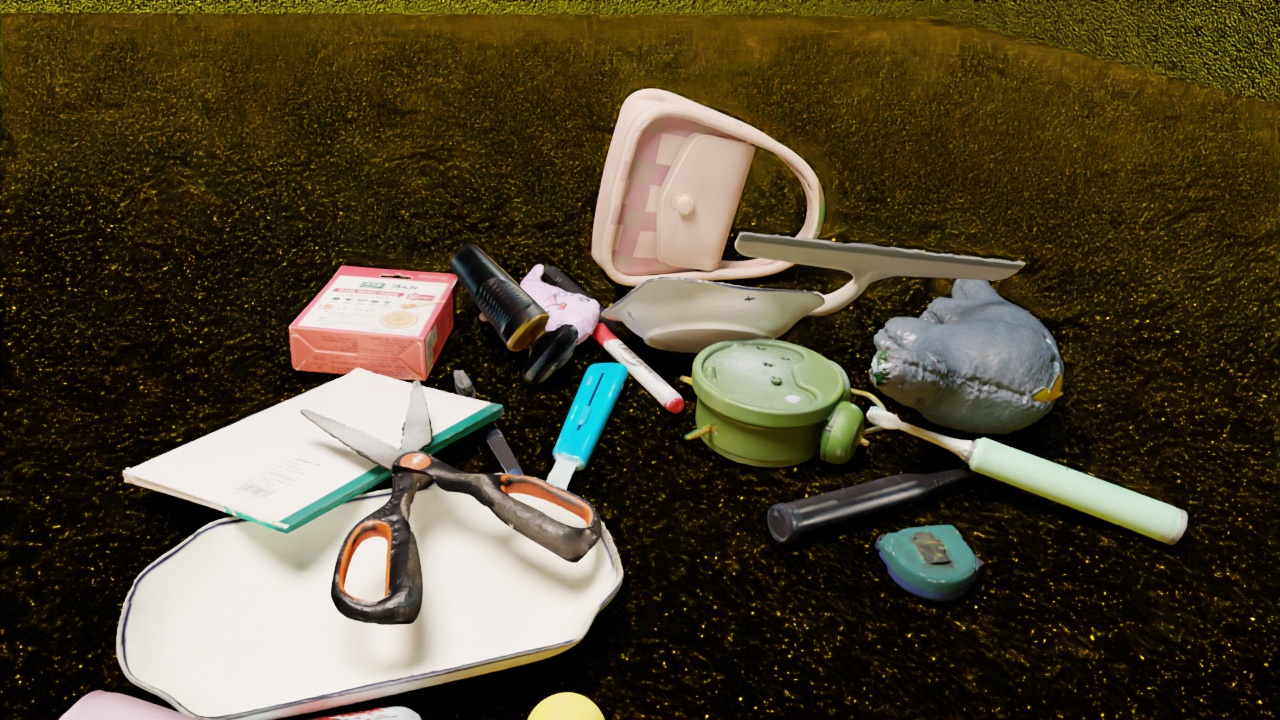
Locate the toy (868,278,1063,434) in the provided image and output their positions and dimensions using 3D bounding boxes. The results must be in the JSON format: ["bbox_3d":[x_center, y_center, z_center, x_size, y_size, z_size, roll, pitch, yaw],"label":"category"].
[{"bbox_3d":[0.271,-0.003,0.740,0.138,0.092,0.355,44,31,15],"label":"toy"}]

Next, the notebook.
[{"bbox_3d":[-0.217,0.054,0.639,0.150,0.012,0.208,11,22,26],"label":"notebook"}]

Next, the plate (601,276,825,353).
[{"bbox_3d":[0.058,-0.032,0.787,0.163,0.034,0.164,4,-10,-18],"label":"plate"}]

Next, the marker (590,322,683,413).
[{"bbox_3d":[-0.005,0.005,0.793,0.017,0.017,0.145,-12,32,-27],"label":"marker"}]

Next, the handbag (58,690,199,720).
[{"bbox_3d":[-0.118,0.199,0.283,0.197,0.099,0.144,15,48,4],"label":"handbag"}]

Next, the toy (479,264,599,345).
[{"bbox_3d":[-0.083,-0.047,0.846,0.108,0.039,0.083,23,58,32],"label":"toy"}]

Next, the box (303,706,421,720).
[{"bbox_3d":[-0.191,0.203,0.383,0.201,0.100,0.112,-3,64,-16],"label":"box"}]

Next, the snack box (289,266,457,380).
[{"bbox_3d":[-0.228,-0.035,0.806,0.113,0.044,0.126,5,29,2],"label":"snack box"}]

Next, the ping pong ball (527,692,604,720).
[{"bbox_3d":[-0.036,0.181,0.441,0.040,0.040,0.040,3,29,-2],"label":"ping pong ball"}]

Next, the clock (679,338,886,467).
[{"bbox_3d":[0.113,0.033,0.715,0.161,0.056,0.116,3,29,-1],"label":"clock"}]

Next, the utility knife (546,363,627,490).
[{"bbox_3d":[-0.045,0.055,0.693,0.034,0.018,0.208,8,29,7],"label":"utility knife"}]

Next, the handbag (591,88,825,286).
[{"bbox_3d":[0.075,-0.163,0.951,0.234,0.194,0.093,10,30,-10],"label":"handbag"}]

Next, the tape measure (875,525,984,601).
[{"bbox_3d":[0.186,0.127,0.586,0.058,0.025,0.054,-4,29,-13],"label":"tape measure"}]

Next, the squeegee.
[{"bbox_3d":[0.157,-0.058,0.822,0.246,0.039,0.247,4,-6,-16],"label":"squeegee"}]

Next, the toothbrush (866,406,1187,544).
[{"bbox_3d":[0.270,0.078,0.654,0.224,0.026,0.027,20,21,11],"label":"toothbrush"}]

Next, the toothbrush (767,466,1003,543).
[{"bbox_3d":[0.185,0.094,0.649,0.212,0.026,0.027,-8,66,-25],"label":"toothbrush"}]

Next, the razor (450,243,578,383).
[{"bbox_3d":[-0.115,-0.047,0.804,0.167,0.062,0.067,46,9,32],"label":"razor"}]

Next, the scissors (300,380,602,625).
[{"bbox_3d":[-0.129,0.076,0.553,0.221,0.022,0.230,13,30,7],"label":"scissors"}]

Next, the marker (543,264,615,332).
[{"bbox_3d":[-0.062,-0.062,0.902,0.020,0.022,0.132,-42,40,-4],"label":"marker"}]

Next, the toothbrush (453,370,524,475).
[{"bbox_3d":[-0.110,0.056,0.686,0.014,0.016,0.189,-15,35,-21],"label":"toothbrush"}]

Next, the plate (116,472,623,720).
[{"bbox_3d":[-0.143,0.133,0.519,0.265,0.034,0.162,-8,30,-21],"label":"plate"}]
